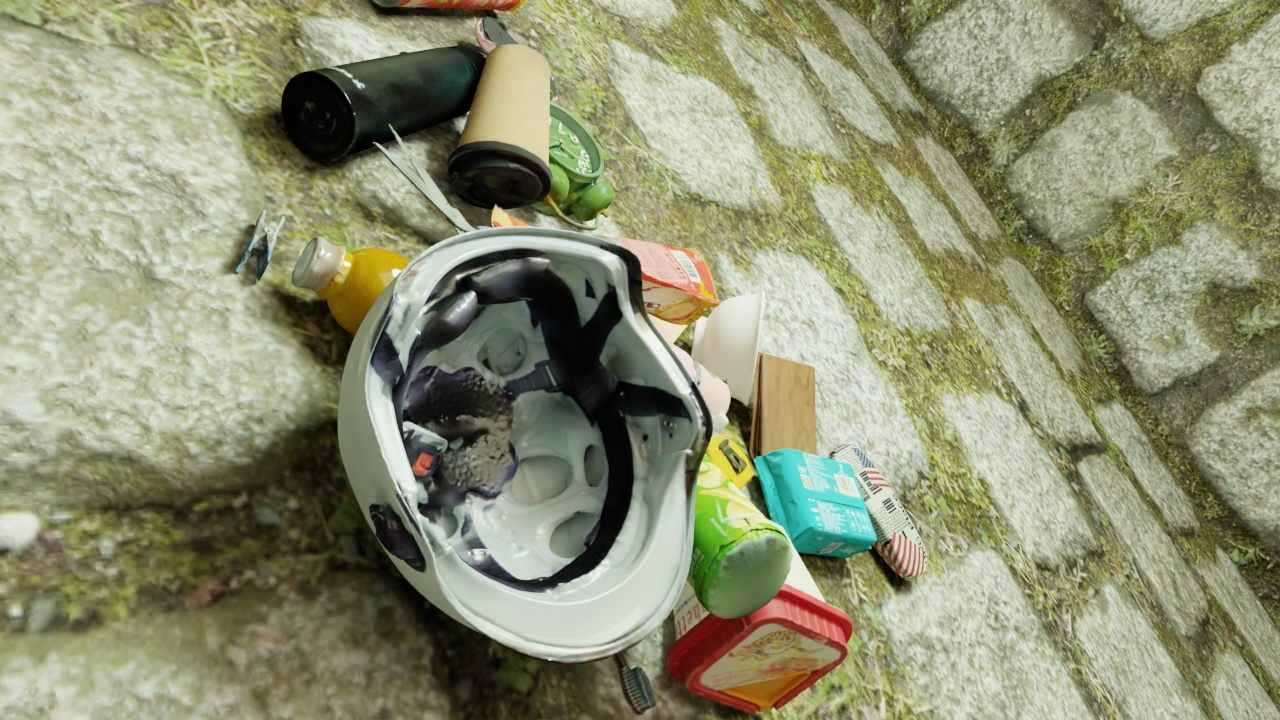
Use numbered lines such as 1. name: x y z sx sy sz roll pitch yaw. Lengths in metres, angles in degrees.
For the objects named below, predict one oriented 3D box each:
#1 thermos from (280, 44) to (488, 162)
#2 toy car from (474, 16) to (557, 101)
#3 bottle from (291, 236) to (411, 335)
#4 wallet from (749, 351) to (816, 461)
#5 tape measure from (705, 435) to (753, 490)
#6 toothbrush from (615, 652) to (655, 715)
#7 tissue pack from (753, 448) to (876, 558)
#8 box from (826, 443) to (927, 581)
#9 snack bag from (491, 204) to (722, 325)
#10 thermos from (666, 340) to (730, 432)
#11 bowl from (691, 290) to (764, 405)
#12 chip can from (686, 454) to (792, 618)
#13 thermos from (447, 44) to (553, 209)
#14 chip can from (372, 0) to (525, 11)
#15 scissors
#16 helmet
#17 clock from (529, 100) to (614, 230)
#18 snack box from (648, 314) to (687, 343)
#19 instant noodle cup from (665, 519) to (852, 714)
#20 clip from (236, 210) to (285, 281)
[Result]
1. thermos: -0.215 -0.235 0.801 0.090 0.069 0.241 21 29 10
2. toy car: -0.138 -0.325 1.008 0.122 0.037 0.056 34 37 -47
3. bottle: -0.152 -0.030 0.657 0.189 0.068 0.067 28 39 -33
4. wallet: 0.152 0.054 0.961 0.101 0.020 0.115 11 78 -46
5. tape measure: 0.080 0.097 0.858 0.057 0.029 0.059 53 32 4
6. toothbrush: -0.032 0.162 0.663 0.016 0.017 0.187 4 56 -51
7. tissue pack: 0.171 0.143 0.907 0.133 0.050 0.093 18 46 -41
8. box: 0.257 0.167 1.007 0.164 0.052 0.068 60 23 12
9. snack bag: -0.019 -0.081 0.787 0.129 0.073 0.207 28 9 34
10. thermos: -0.005 0.005 0.802 0.198 0.067 0.087 33 9 -27
11. bowl: 0.086 -0.017 0.934 0.065 0.118 0.118 8 38 4
12. chip can: 0.024 0.093 0.667 0.072 0.073 0.221 22 15 -38
13. thermos: -0.120 -0.208 0.827 0.093 0.093 0.143 22 62 -38
14. chip can: -0.203 -0.411 0.978 0.073 0.073 0.216 52 33 2
15. scissors: -0.152 -0.116 0.762 0.162 0.014 0.164 -4 72 -64
16. helmet: -0.084 0.054 0.576 0.228 0.146 0.258 -24 95 -40
17. clock: -0.086 -0.193 0.918 0.116 0.056 0.161 4 55 -48
18. snack box: 0.009 -0.055 0.925 0.084 0.026 0.156 49 32 -5
19. instant noodle cup: 0.081 0.184 0.704 0.116 0.116 0.124 31 26 -30
20. clip: -0.256 -0.080 0.622 0.038 0.026 0.058 22 38 -27
